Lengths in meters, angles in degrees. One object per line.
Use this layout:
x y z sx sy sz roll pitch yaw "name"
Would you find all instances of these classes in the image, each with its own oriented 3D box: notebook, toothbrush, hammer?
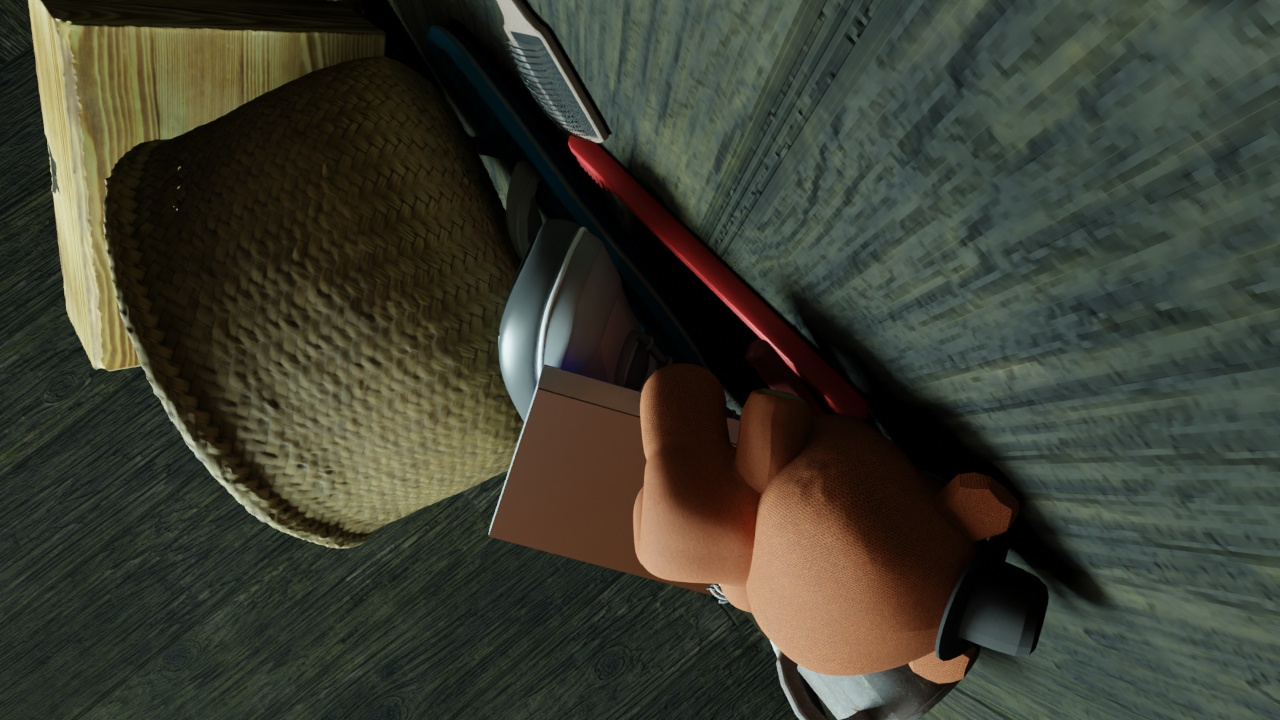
0.009 0.082 0.525 0.171 0.022 0.210 16 148 -7 "notebook"
0.104 0.061 0.425 0.190 0.016 0.016 48 179 -24 "toothbrush"
-0.155 -0.189 0.837 0.095 0.015 0.325 54 171 -24 "hammer"
0.031 -0.044 0.439 0.212 0.012 0.018 47 172 25 "toothbrush"

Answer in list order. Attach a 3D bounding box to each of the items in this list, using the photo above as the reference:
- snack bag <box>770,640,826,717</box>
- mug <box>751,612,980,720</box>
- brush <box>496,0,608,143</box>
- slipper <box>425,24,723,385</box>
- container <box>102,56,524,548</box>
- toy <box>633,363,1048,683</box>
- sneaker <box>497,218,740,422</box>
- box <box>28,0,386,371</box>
0.106 0.207 0.693 0.057 0.013 0.157 57 -173 -42 "snack bag"
0.115 0.157 0.520 0.110 0.122 0.096 46 130 18 "mug"
-0.060 -0.156 0.421 0.050 0.015 0.136 38 165 54 "brush"
-0.055 -0.081 0.600 0.295 0.060 0.118 52 176 -11 "slipper"
-0.177 -0.048 0.623 0.307 0.196 0.307 -22 -93 -88 "container"
0.069 0.071 0.368 0.176 0.096 0.112 27 127 33 "toy"
0.019 0.026 0.522 0.160 0.092 0.257 12 150 12 "sneaker"
-0.384 -0.212 0.831 0.336 0.285 0.280 41 129 39 "box"
